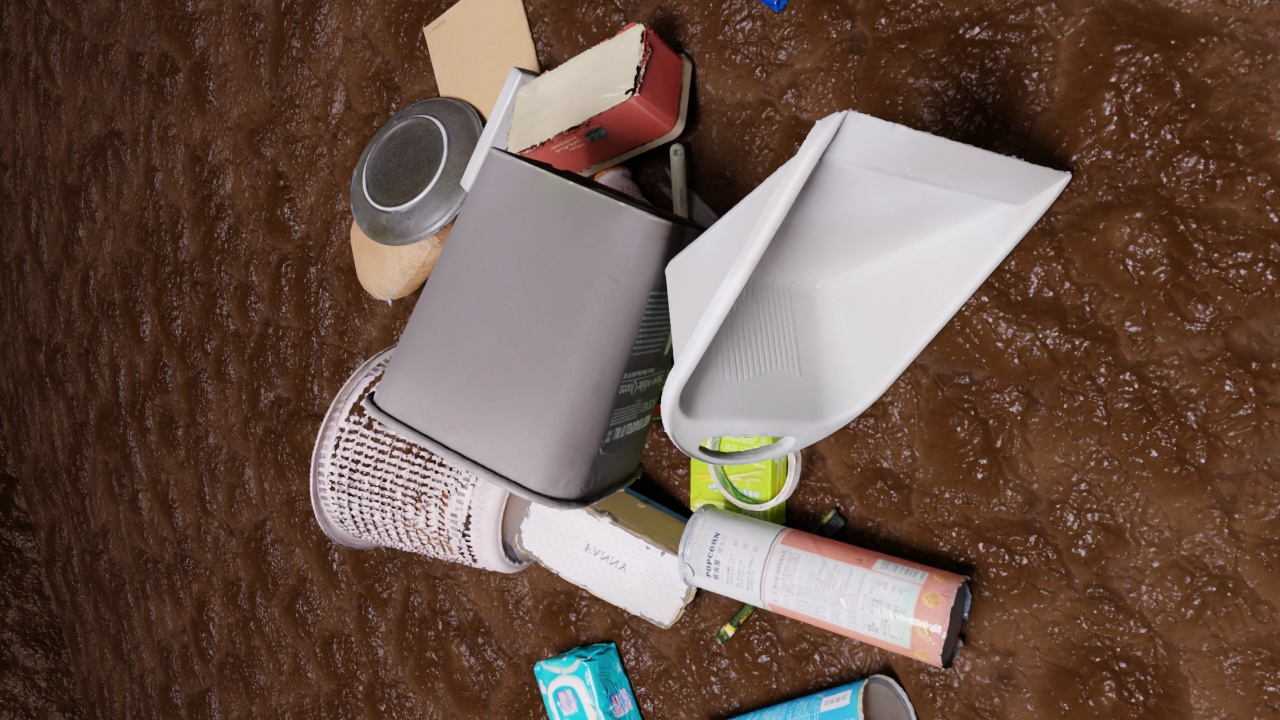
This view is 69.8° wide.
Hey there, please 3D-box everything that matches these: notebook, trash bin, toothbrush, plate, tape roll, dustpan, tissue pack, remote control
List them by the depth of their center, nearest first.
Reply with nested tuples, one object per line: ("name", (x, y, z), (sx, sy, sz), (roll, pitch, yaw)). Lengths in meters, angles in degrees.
("dustpan", (0.130, -0.023, 0.618), (0.259, 0.222, 0.142), (-27, 66, 52))
("trash bin", (-0.064, -0.030, 0.718), (0.199, 0.198, 0.220), (26, 102, 15))
("tape roll", (0.093, 0.081, 0.758), (0.086, 0.013, 0.086), (7, 101, 39))
("toothbrush", (0.118, 0.191, 0.789), (0.017, 0.012, 0.186), (43, 122, 16))
("toothbrush", (0.038, -0.094, 0.807), (0.029, 0.020, 0.189), (-3, 99, 6))
("remote control", (-0.129, -0.221, 0.905), (0.019, 0.056, 0.135), (48, 120, 31))
("trash bin", (-0.181, 0.113, 0.925), (0.192, 0.226, 0.228), (17, 107, 25))
("tissue pack", (-0.049, 0.360, 0.936), (0.093, 0.050, 0.133), (-31, 76, 39))
("notebook", (-0.158, -0.286, 0.966), (0.150, 0.012, 0.211), (-18, 84, 40))
("plate", (-0.245, -0.206, 0.976), (0.180, 0.024, 0.179), (-10, 67, 26))

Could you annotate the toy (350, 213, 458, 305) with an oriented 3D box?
("toy", (-0.292, -0.135, 1.065), (0.227, 0.082, 0.143), (-17, 64, 44))

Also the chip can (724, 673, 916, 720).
("chip can", (0.124, 0.321, 0.763), (0.211, 0.071, 0.071), (-35, 73, 38))

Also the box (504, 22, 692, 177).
("box", (-0.045, -0.227, 0.811), (0.169, 0.080, 0.091), (-13, 62, 41))

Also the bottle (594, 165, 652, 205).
("bottle", (-0.014, -0.123, 0.827), (0.063, 0.063, 0.108), (-35, 58, 39))

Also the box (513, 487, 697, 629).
("box", (-0.017, 0.168, 0.831), (0.184, 0.061, 0.090), (28, 117, 1))

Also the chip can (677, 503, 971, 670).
("chip can", (0.138, 0.170, 0.710), (0.215, 0.071, 0.071), (11, 103, 32))

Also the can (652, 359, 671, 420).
("can", (-0.005, 0.005, 0.834), (0.067, 0.066, 0.094), (6, 100, 41))

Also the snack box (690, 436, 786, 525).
("snack box", (0.084, 0.060, 0.790), (0.086, 0.026, 0.156), (6, 100, 41))

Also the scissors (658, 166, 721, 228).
("scissors", (0.068, -0.102, 0.790), (0.172, 0.014, 0.146), (6, 99, 41))

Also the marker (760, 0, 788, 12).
("marker", (0.065, -0.325, 0.759), (0.146, 0.016, 0.017), (42, 121, 29))
